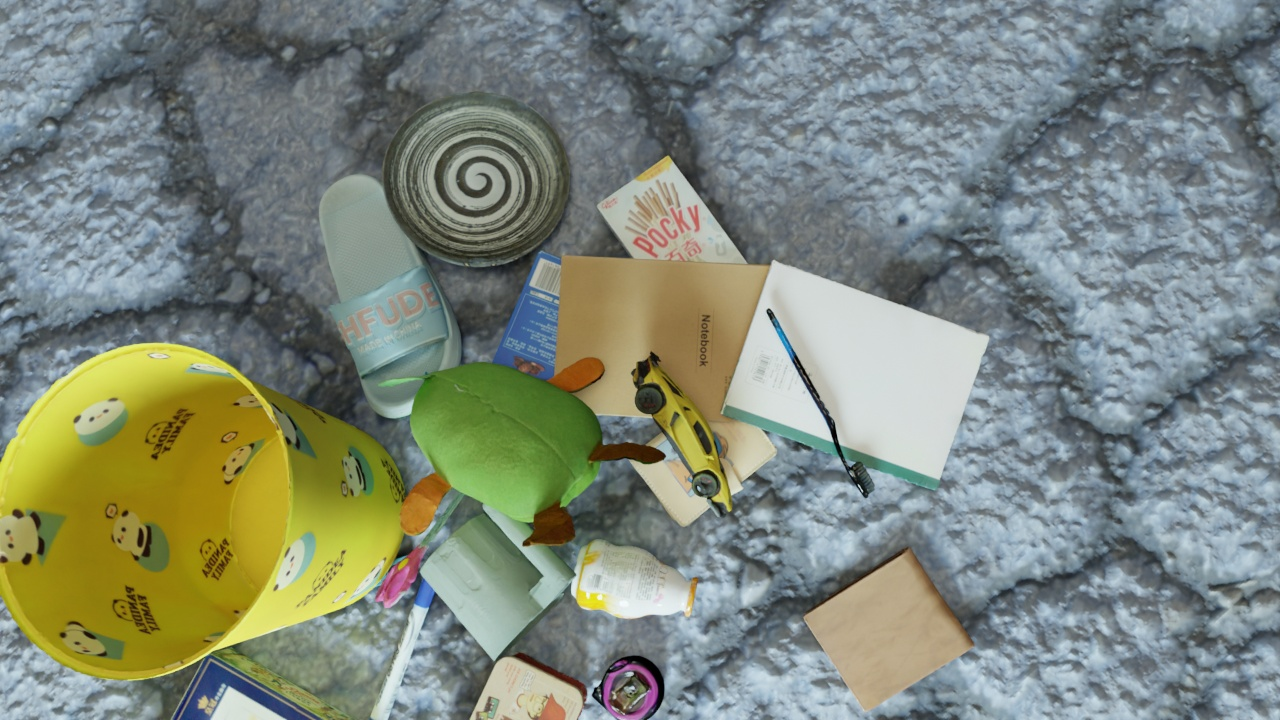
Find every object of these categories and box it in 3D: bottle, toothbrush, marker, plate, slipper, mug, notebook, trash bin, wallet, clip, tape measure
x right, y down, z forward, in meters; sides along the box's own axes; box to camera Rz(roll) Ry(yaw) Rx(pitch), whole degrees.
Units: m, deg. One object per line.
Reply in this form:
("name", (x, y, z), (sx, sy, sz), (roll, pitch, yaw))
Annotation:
("bottle", (-0.005, 0.198, 0.814), (0.108, 0.063, 0.063), (11, 84, 7))
("toothbrush", (0.159, 0.036, 0.812), (0.016, 0.014, 0.189), (-28, 89, -4))
("marker", (-0.219, 0.269, 0.849), (0.017, 0.017, 0.145), (19, 85, 7))
("plate", (-0.157, -0.173, 0.886), (0.179, 0.024, 0.179), (1, 77, -5))
("slipper", (-0.244, -0.068, 0.865), (0.104, 0.074, 0.245), (-21, 80, 1))
("mug", (-0.122, 0.187, 0.807), (0.103, 0.083, 0.124), (44, 123, 11))
("notebook", (0.193, 0.013, 0.826), (0.209, 0.012, 0.150), (20, 87, -2))
("trash bin", (-0.328, 0.123, 0.750), (0.230, 0.255, 0.229), (-2, 79, 8))
("wallet", (0.059, 0.090, 0.844), (0.115, 0.024, 0.087), (-37, 76, -2))
("clip", (-0.238, 0.200, 0.861), (0.056, 0.014, 0.043), (-21, 80, 3))
("notebook", (0.026, -0.020, 0.840), (0.208, 0.008, 0.147), (3, 86, 4))
("tape measure", (-0.008, 0.293, 0.815), (0.057, 0.039, 0.058), (43, 88, 9))
("wallet", (0.218, 0.238, 0.812), (0.115, 0.020, 0.101), (-33, 82, 3))

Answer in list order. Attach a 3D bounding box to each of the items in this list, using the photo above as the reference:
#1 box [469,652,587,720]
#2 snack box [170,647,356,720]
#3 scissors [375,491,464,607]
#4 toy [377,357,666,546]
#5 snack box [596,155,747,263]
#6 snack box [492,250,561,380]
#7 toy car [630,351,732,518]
("box", (-0.114, 0.352, 0.807), (0.091, 0.077, 0.168), (24, 79, 9))
("snack box", (-0.352, 0.385, 0.832), (0.182, 0.046, 0.178), (27, 86, 8))
("scissors", (-0.198, 0.167, 0.844), (0.017, 0.057, 0.133), (44, 65, -24))
("toy", (-0.108, 0.068, 0.774), (0.247, 0.090, 0.226), (28, 53, 34))
("snack box", (0.036, -0.107, 0.868), (0.085, 0.027, 0.157), (-35, 82, 1))
("snack box", (-0.086, -0.016, 0.867), (0.084, 0.026, 0.157), (22, 85, 8))
("toy car", (0.040, 0.064, 0.795), (0.041, 0.071, 0.156), (-32, 91, 6))
